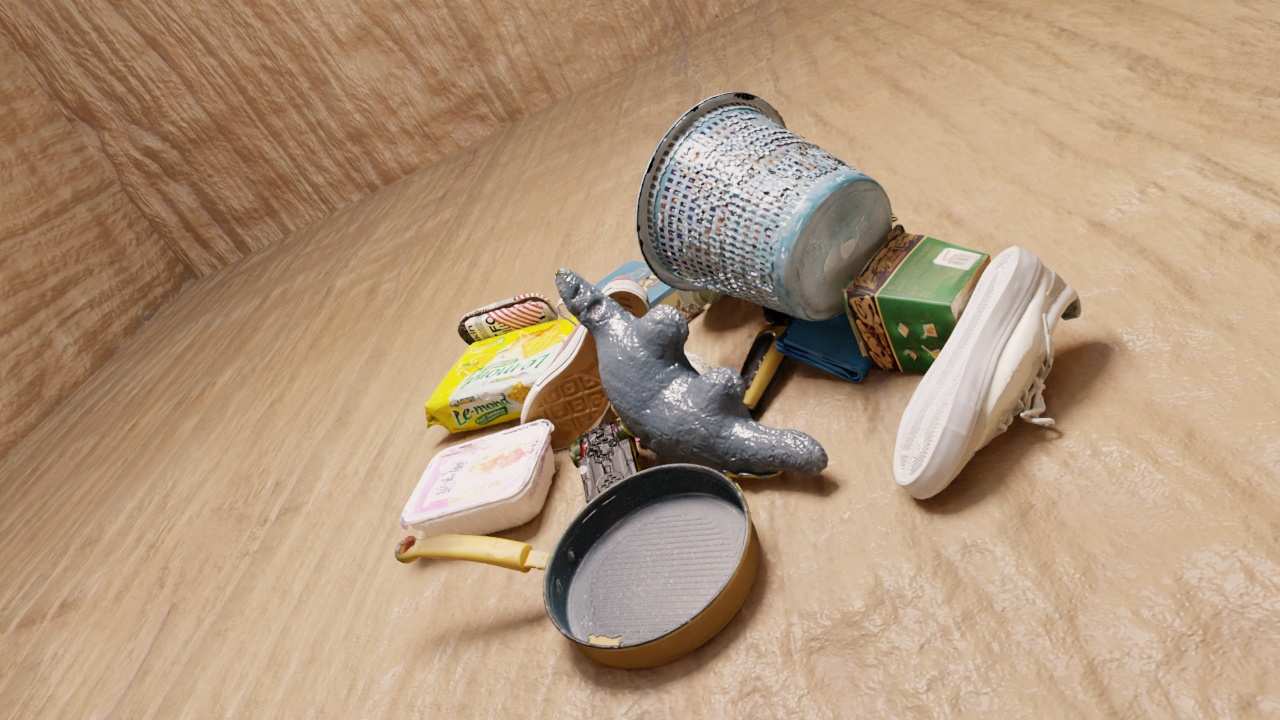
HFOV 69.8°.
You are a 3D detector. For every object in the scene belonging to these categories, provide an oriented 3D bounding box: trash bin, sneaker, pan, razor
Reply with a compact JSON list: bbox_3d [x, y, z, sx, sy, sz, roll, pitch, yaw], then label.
[{"bbox_3d":[0.140,-0.142,0.953,0.226,0.227,0.195,-38,45,-17],"label":"trash bin"},{"bbox_3d":[0.300,0.023,0.779,0.241,0.091,0.090,-58,4,-15],"label":"sneaker"},{"bbox_3d":[-0.068,0.177,0.830,0.358,0.078,0.197,-12,36,27],"label":"pan"},{"bbox_3d":[-0.063,-0.001,1.079,0.242,0.118,0.087,-58,13,24],"label":"sneaker"},{"bbox_3d":[0.138,-0.007,1.005,0.062,0.067,0.167,-4,42,40],"label":"razor"}]

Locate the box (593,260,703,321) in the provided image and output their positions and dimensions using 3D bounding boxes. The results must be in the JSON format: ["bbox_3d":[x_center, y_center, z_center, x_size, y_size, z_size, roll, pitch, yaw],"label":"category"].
[{"bbox_3d":[0.004,-0.088,1.280,0.089,0.062,0.184,-38,29,-19],"label":"box"}]

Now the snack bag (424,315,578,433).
[{"bbox_3d":[-0.166,0.020,1.251,0.247,0.068,0.157,-14,29,29],"label":"snack bag"}]

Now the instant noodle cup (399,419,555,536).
[{"bbox_3d":[-0.174,0.146,1.044,0.174,0.060,0.137,-19,28,23],"label":"instant noodle cup"}]

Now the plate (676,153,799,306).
[{"bbox_3d":[0.129,-0.160,1.152,0.027,0.231,0.229,39,65,18],"label":"plate"}]

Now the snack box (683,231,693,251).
[{"bbox_3d":[0.085,-0.165,1.292,0.074,0.051,0.174,-27,8,5],"label":"snack box"}]

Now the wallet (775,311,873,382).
[{"bbox_3d":[0.219,-0.039,0.979,0.106,0.040,0.132,24,53,30],"label":"wallet"}]

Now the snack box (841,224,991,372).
[{"bbox_3d":[0.280,-0.055,0.885,0.106,0.117,0.118,11,49,47],"label":"snack box"}]

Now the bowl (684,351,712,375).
[{"bbox_3d":[0.026,0.021,1.039,0.113,0.062,0.113,-22,18,7],"label":"bowl"}]

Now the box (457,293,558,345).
[{"bbox_3d":[-0.194,-0.050,1.330,0.165,0.072,0.060,-16,22,30],"label":"box"}]

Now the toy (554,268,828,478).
[{"bbox_3d":[0.032,0.031,0.925,0.091,0.138,0.356,-28,56,-37],"label":"toy"}]

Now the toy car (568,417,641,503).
[{"bbox_3d":[-0.030,0.123,0.954,0.071,0.041,0.155,-26,41,6],"label":"toy car"}]

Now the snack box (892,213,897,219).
[{"bbox_3d":[0.262,-0.196,1.233,0.126,0.053,0.113,-30,26,10],"label":"snack box"}]

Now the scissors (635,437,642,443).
[{"bbox_3d":[0.055,0.058,1.022,0.133,0.017,0.133,-33,21,-15],"label":"scissors"}]
